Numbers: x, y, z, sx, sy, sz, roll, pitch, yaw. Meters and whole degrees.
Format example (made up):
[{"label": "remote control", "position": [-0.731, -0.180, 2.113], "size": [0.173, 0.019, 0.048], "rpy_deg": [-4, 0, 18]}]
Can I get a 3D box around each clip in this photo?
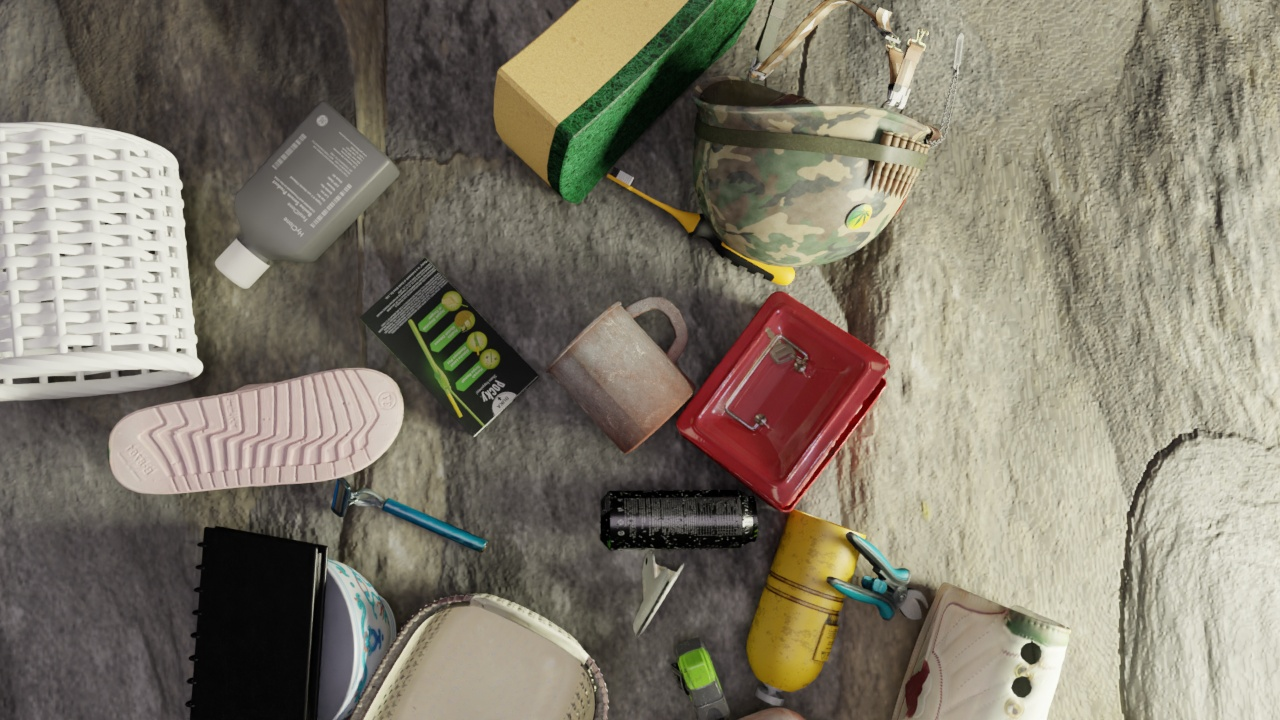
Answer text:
[{"label": "clip", "position": [0.013, 0.198, 0.816], "size": [0.040, 0.102, 0.054], "rpy_deg": [24, 42, 0]}]

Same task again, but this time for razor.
[{"label": "razor", "position": [-0.206, 0.142, 0.827], "size": [0.144, 0.022, 0.042], "rpy_deg": [21, 125, -5]}]

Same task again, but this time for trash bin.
[{"label": "trash bin", "position": [0.104, 0.435, 0.735], "size": [0.181, 0.157, 0.260], "rpy_deg": [-21, 98, -3]}]

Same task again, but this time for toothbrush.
[{"label": "toothbrush", "position": [0.055, -0.123, 0.846], "size": [0.196, 0.031, 0.031], "rpy_deg": [30, 100, 1]}]

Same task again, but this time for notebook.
[{"label": "notebook", "position": [-0.327, 0.263, 0.769], "size": [0.169, 0.019, 0.231], "rpy_deg": [0, 86, 35]}]

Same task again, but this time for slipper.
[{"label": "slipper", "position": [-0.329, 0.065, 0.806], "size": [0.239, 0.064, 0.094], "rpy_deg": [-9, 90, -16]}]

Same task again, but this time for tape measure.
[{"label": "tape measure", "position": [0.049, 0.280, 0.807], "size": [0.036, 0.058, 0.065], "rpy_deg": [-21, 90, -2]}]

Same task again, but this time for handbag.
[{"label": "handbag", "position": [0.277, 0.298, 0.774], "size": [0.096, 0.142, 0.198], "rpy_deg": [20, 85, 1]}]

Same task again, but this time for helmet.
[{"label": "helmet", "position": [0.149, -0.199, 0.770], "size": [0.224, 0.193, 0.237], "rpy_deg": [-15, 118, -24]}]

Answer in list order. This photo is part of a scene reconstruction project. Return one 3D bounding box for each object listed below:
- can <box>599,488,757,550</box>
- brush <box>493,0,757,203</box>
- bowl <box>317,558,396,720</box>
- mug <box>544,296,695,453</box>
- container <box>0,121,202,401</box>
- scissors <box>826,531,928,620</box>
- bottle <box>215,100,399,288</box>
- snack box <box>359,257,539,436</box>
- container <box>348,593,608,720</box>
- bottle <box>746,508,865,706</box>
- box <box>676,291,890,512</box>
[{"label": "can", "position": [0.032, 0.142, 0.817], "size": [0.137, 0.054, 0.054], "rpy_deg": [0, 86, -2]}, {"label": "brush", "position": [-0.007, -0.256, 0.769], "size": [0.075, 0.195, 0.250], "rpy_deg": [44, 86, 1]}, {"label": "bowl", "position": [-0.258, 0.235, 0.780], "size": [0.144, 0.074, 0.144], "rpy_deg": [-4, 83, 36]}, {"label": "mug", "position": [-0.005, 0.005, 0.806], "size": [0.123, 0.096, 0.110], "rpy_deg": [-43, 95, 1]}, {"label": "container", "position": [-0.469, -0.072, 0.747], "size": [0.189, 0.189, 0.186], "rpy_deg": [-8, 85, -3]}, {"label": "scissors", "position": [0.207, 0.197, 0.796], "size": [0.150, 0.019, 0.130], "rpy_deg": [-20, 109, -35]}, {"label": "bottle", "position": [-0.309, -0.139, 0.827], "size": [0.084, 0.046, 0.174], "rpy_deg": [42, 86, 1]}, {"label": "snack box", "position": [-0.172, -0.012, 0.834], "size": [0.080, 0.025, 0.147], "rpy_deg": [-44, 89, -4]}, {"label": "container", "position": [-0.140, 0.313, 0.757], "size": [0.185, 0.143, 0.251], "rpy_deg": [28, 86, 1]}, {"label": "bottle", "position": [0.140, 0.220, 0.808], "size": [0.071, 0.071, 0.163], "rpy_deg": [20, 86, -1]}, {"label": "box", "position": [0.125, 0.039, 0.815], "size": [0.136, 0.117, 0.157], "rpy_deg": [38, 89, 16]}]
